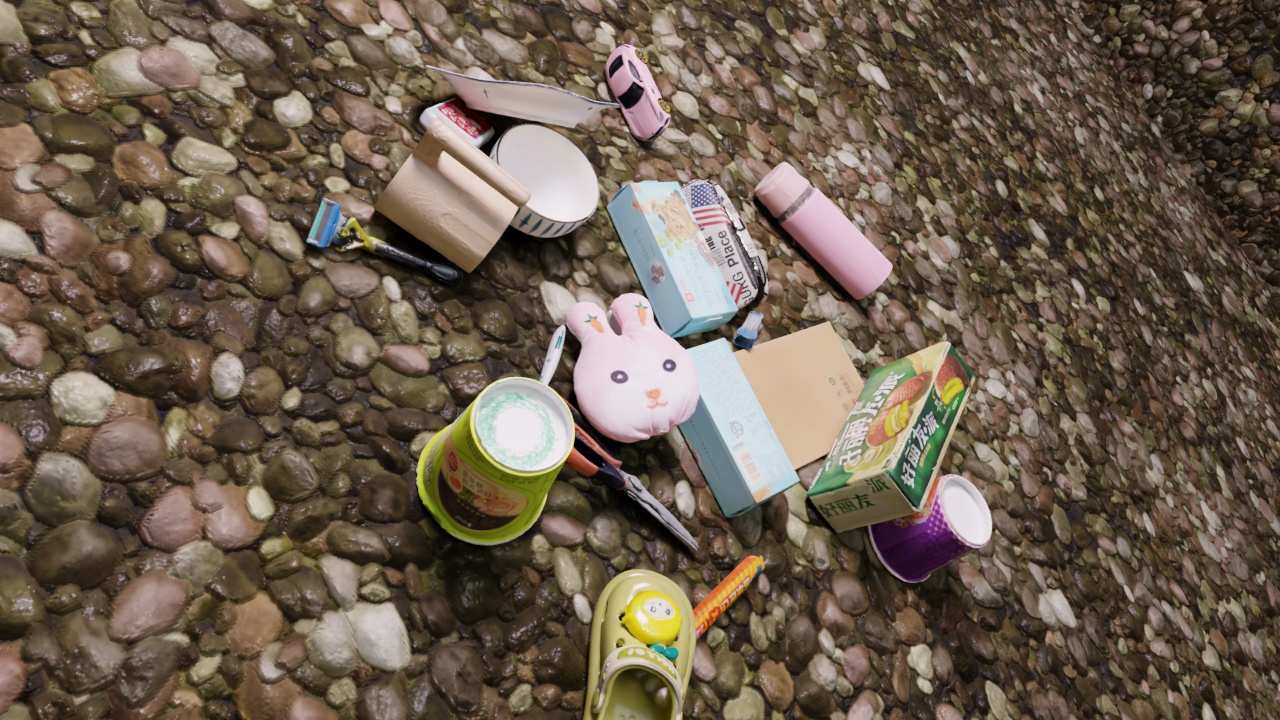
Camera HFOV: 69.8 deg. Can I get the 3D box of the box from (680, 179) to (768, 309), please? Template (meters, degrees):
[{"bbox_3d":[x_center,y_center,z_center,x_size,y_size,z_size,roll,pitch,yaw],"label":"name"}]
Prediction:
[{"bbox_3d":[0.085,-0.131,1.057,0.087,0.076,0.163,-17,78,-22],"label":"box"}]

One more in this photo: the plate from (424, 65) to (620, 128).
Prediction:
[{"bbox_3d":[-0.119,-0.262,0.927,0.164,0.034,0.163,17,15,22],"label":"plate"}]

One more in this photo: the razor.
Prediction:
[{"bbox_3d":[-0.224,-0.098,0.819,0.142,0.022,0.042,21,87,-32],"label":"razor"}]

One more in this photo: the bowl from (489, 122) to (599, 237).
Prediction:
[{"bbox_3d":[-0.106,-0.172,0.923,0.116,0.066,0.116,18,55,-28],"label":"bowl"}]

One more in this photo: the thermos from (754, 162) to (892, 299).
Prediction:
[{"bbox_3d":[0.235,-0.171,1.196,0.198,0.067,0.087,42,15,-7],"label":"thermos"}]

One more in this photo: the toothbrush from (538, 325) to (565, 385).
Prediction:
[{"bbox_3d":[-0.092,0.041,0.842,0.018,0.016,0.191,37,47,-28],"label":"toothbrush"}]

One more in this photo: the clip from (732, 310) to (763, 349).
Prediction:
[{"bbox_3d":[0.126,-0.036,1.053,0.026,0.038,0.058,17,42,14],"label":"clip"}]

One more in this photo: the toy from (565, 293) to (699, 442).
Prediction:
[{"bbox_3d":[-0.013,0.003,0.877,0.121,0.054,0.159,-15,62,-20],"label":"toy"}]

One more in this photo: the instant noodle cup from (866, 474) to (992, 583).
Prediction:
[{"bbox_3d":[0.326,0.181,1.023,0.111,0.099,0.111,19,52,-27],"label":"instant noodle cup"}]

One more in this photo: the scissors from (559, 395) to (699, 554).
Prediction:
[{"bbox_3d":[-0.018,0.113,0.827,0.208,0.015,0.185,53,13,16],"label":"scissors"}]

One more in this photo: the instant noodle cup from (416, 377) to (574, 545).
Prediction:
[{"bbox_3d":[-0.109,0.073,0.721,0.111,0.124,0.111,11,59,-19],"label":"instant noodle cup"}]

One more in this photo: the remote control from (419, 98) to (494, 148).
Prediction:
[{"bbox_3d":[-0.176,-0.229,0.893,0.056,0.020,0.135,39,16,-12],"label":"remote control"}]

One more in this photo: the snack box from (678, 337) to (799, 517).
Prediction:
[{"bbox_3d":[0.087,0.067,0.939,0.074,0.052,0.175,-17,76,-44],"label":"snack box"}]

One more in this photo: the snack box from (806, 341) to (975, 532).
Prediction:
[{"bbox_3d":[0.286,0.083,1.030,0.063,0.115,0.239,50,48,-11],"label":"snack box"}]

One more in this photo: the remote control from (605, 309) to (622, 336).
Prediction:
[{"bbox_3d":[-0.005,0.005,0.924,0.049,0.024,0.124,7,61,-33],"label":"remote control"}]

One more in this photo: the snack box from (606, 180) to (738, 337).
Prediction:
[{"bbox_3d":[0.034,-0.112,1.006,0.074,0.052,0.174,-11,71,-42],"label":"snack box"}]

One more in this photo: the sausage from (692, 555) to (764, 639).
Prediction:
[{"bbox_3d":[0.070,0.225,0.851,0.164,0.022,0.021,-32,86,-44],"label":"sausage"}]

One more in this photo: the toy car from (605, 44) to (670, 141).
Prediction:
[{"bbox_3d":[-0.007,-0.321,1.098,0.037,0.056,0.122,-10,71,-45],"label":"toy car"}]

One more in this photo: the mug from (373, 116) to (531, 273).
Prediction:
[{"bbox_3d":[-0.165,-0.149,0.824,0.103,0.125,0.084,37,51,-17],"label":"mug"}]

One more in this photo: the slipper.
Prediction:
[{"bbox_3d":[0.005,0.256,0.733,0.091,0.082,0.190,18,57,-11],"label":"slipper"}]

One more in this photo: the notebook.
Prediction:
[{"bbox_3d":[0.196,0.037,1.072,0.207,0.008,0.147,-17,76,-42],"label":"notebook"}]
